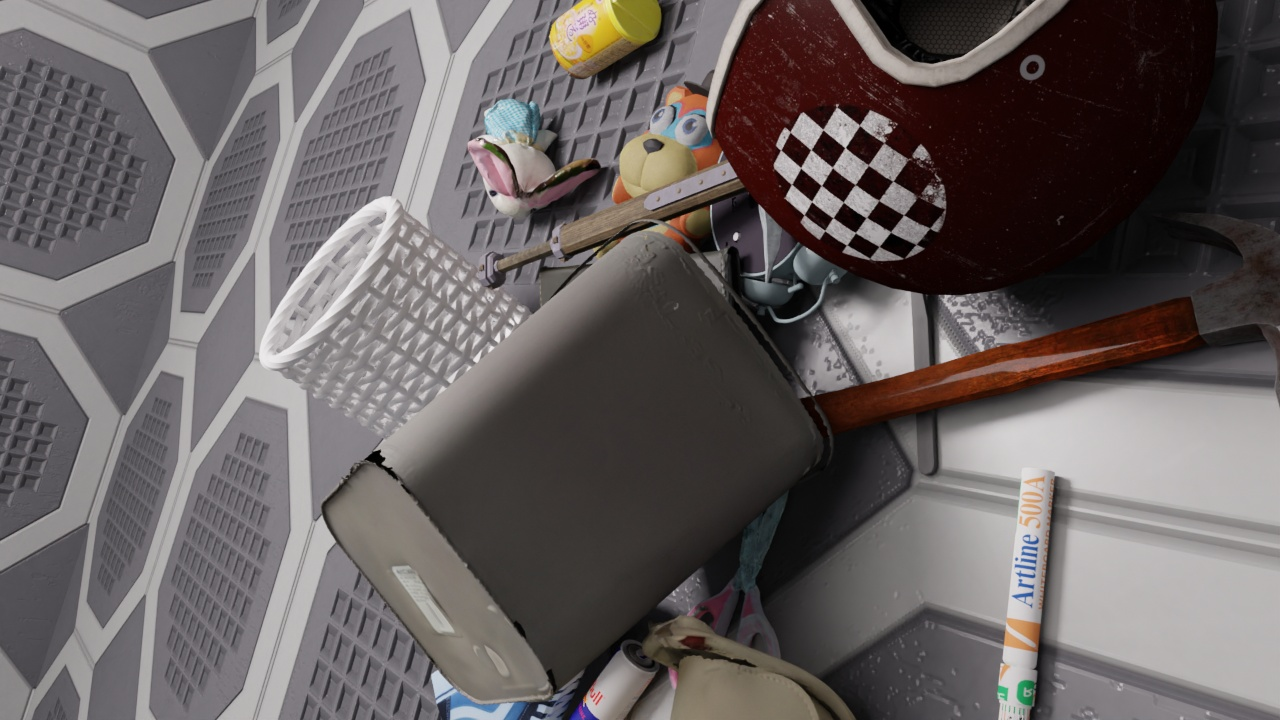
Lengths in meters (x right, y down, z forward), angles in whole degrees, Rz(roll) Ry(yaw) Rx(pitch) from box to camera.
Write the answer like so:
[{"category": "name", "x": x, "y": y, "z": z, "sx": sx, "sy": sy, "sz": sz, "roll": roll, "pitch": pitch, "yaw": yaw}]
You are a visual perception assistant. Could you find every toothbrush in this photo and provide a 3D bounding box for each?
[{"category": "toothbrush", "x": 0.173, "y": -0.012, "z": 0.564, "sx": 0.013, "sy": 0.013, "sz": 0.167, "roll": -16, "pitch": 64, "yaw": 46}]

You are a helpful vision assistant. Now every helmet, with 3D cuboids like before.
[{"category": "helmet", "x": 0.152, "y": -0.164, "z": 0.469, "sx": 0.232, "sy": 0.253, "sz": 0.235, "roll": -48, "pitch": -8, "yaw": -39}]

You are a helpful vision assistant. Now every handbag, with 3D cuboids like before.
[{"category": "handbag", "x": 0.069, "y": 0.260, "z": 0.448, "sx": 0.132, "sy": 0.184, "sz": 0.228, "roll": -25, "pitch": 40, "yaw": 39}]

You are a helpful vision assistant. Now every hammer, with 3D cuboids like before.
[{"category": "hammer", "x": 0.193, "y": 0.006, "z": 0.505, "sx": 0.302, "sy": 0.028, "sz": 0.111, "roll": -20, "pitch": 59, "yaw": 41}, {"category": "hammer", "x": -0.022, "y": -0.099, "z": 0.694, "sx": 0.318, "sy": 0.028, "sz": 0.147, "roll": -14, "pitch": 73, "yaw": 42}]

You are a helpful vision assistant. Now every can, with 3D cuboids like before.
[{"category": "can", "x": -0.024, "y": 0.249, "z": 0.669, "sx": 0.095, "sy": 0.032, "sz": 0.032, "roll": -58, "pitch": 39, "yaw": 15}, {"category": "can", "x": -0.036, "y": -0.330, "z": 0.911, "sx": 0.105, "sy": 0.067, "sz": 0.067, "roll": -13, "pitch": 64, "yaw": 47}]

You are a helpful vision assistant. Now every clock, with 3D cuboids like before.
[{"category": "clock", "x": 0.102, "y": -0.105, "z": 0.636, "sx": 0.123, "sy": 0.045, "sz": 0.159, "roll": -24, "pitch": 66, "yaw": 56}]

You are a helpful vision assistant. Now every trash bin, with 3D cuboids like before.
[{"category": "trash bin", "x": -0.044, "y": 0.068, "z": 0.549, "sx": 0.219, "sy": 0.197, "sz": 0.198, "roll": -39, "pitch": 3, "yaw": -36}]

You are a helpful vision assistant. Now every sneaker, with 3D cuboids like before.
[{"category": "sneaker", "x": -0.071, "y": 0.249, "z": 0.702, "sx": 0.242, "sy": 0.083, "sz": 0.098, "roll": -39, "pitch": 66, "yaw": 36}]

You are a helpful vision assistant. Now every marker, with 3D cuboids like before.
[{"category": "marker", "x": 0.196, "y": 0.128, "z": 0.469, "sx": 0.017, "sy": 0.017, "sz": 0.145, "roll": -3, "pitch": 72, "yaw": 50}]

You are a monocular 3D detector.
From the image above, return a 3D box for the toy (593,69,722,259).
[{"category": "toy", "x": 0.032, "y": -0.145, "z": 0.736, "sx": 0.112, "sy": 0.096, "sz": 0.176, "roll": 30, "pitch": 88, "yaw": 42}]

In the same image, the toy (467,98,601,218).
[{"category": "toy", "x": -0.136, "y": -0.208, "z": 0.962, "sx": 0.106, "sy": 0.131, "sz": 0.205, "roll": -70, "pitch": 28, "yaw": 26}]

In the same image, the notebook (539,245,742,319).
[{"category": "notebook", "x": -0.004, "y": 0.004, "z": 0.711, "sx": 0.209, "sy": 0.029, "sz": 0.169, "roll": 2, "pitch": 97, "yaw": 49}]

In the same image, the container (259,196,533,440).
[{"category": "container", "x": -0.220, "y": -0.023, "z": 0.864, "sx": 0.190, "sy": 0.186, "sz": 0.189, "roll": -33, "pitch": 34, "yaw": 26}]

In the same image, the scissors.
[{"category": "scissors", "x": 0.080, "y": 0.155, "z": 0.605, "sx": 0.108, "sy": 0.016, "sz": 0.179, "roll": 25, "pitch": 90, "yaw": 53}]
